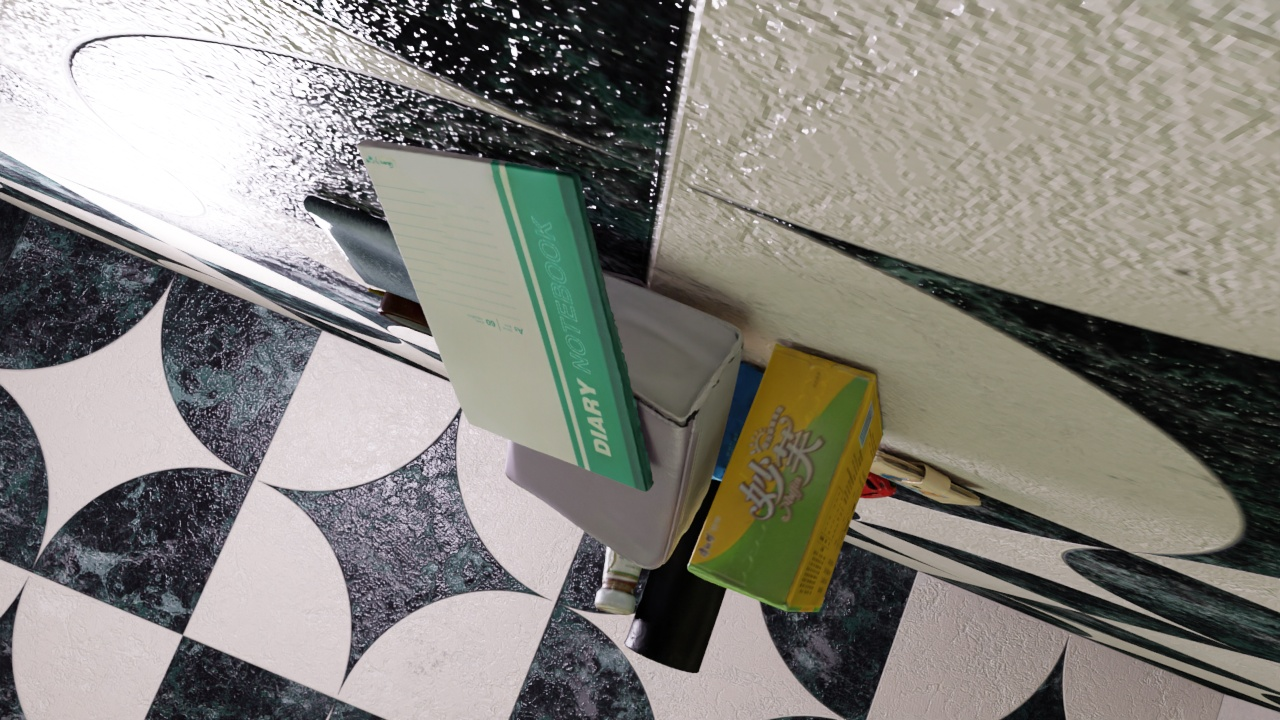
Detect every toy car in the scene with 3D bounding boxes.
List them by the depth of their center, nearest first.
[{"bbox_3d":[0.218,0.118,0.932,0.049,0.031,0.106,-14,147,38],"label":"toy car"}]

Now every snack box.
[{"bbox_3d":[0.113,0.094,0.654,0.070,0.157,0.210,20,172,20],"label":"snack box"}]

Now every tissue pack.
[{"bbox_3d":[0.053,0.047,0.738,0.052,0.095,0.157,26,169,-34],"label":"tissue pack"}]

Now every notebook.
[{"bbox_3d":[-0.071,-0.022,0.520,0.150,0.012,0.209,16,136,32],"label":"notebook"}]

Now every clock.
[{"bbox_3d":[-0.192,-0.054,0.858,0.122,0.055,0.082,15,169,33],"label":"clock"}]

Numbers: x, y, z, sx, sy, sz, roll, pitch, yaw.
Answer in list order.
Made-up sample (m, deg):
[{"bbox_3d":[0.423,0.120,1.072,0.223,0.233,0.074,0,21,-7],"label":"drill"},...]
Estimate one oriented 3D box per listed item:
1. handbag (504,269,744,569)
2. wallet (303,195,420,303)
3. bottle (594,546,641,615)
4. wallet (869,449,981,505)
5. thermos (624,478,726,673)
[{"bbox_3d":[-0.019,0.036,0.616,0.145,0.098,0.197,24,144,13],"label":"handbag"},{"bbox_3d":[-0.213,-0.085,0.759,0.097,0.019,0.121,21,157,19],"label":"wallet"},{"bbox_3d":[-0.002,0.119,0.812,0.060,0.205,0.060,11,159,4],"label":"bottle"},{"bbox_3d":[0.252,0.107,0.855,0.115,0.024,0.087,25,176,-11],"label":"wallet"},{"bbox_3d":[0.060,0.139,0.783,0.068,0.242,0.090,21,173,-10],"label":"thermos"}]
